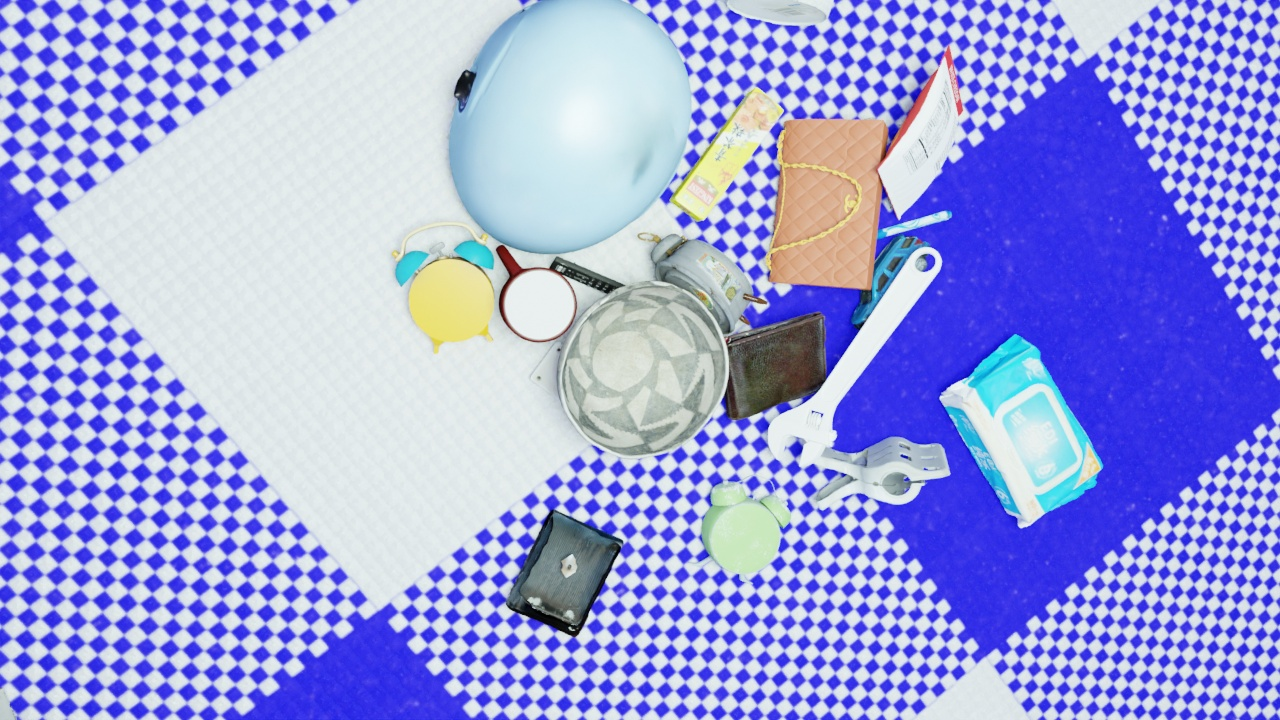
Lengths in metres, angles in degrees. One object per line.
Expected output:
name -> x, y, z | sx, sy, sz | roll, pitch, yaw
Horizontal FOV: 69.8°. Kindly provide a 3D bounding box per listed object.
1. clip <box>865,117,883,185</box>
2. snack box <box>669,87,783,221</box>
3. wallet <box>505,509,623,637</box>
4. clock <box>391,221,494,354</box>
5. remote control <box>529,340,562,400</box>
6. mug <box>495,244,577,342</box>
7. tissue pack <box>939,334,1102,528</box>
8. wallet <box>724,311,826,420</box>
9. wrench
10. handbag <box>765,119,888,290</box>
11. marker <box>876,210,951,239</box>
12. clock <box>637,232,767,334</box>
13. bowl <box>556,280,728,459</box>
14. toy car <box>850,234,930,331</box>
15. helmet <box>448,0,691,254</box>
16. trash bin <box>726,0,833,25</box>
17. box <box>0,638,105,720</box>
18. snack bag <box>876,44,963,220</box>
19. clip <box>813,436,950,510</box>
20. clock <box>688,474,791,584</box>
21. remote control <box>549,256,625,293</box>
clip -> 0.250, -0.225, 1.001 | 0.023, 0.045, 0.076 | -15, 99, -7
snack box -> 0.091, -0.217, 0.972 | 0.040, 0.029, 0.148 | 36, 88, -11
wallet -> -0.080, 0.226, 0.980 | 0.089, 0.026, 0.115 | 28, 89, -12
clock -> -0.193, -0.075, 0.926 | 0.099, 0.043, 0.130 | -12, 105, -5
remote control -> -0.049, 0.038, 0.978 | 0.136, 0.011, 0.050 | 36, 88, -11
mug -> -0.113, -0.070, 0.920 | 0.073, 0.082, 0.106 | -33, 100, -6
tissue pack -> 0.437, 0.087, 1.045 | 0.117, 0.066, 0.209 | -33, 102, -5
wallet -> 0.143, 0.005, 0.984 | 0.120, 0.031, 0.099 | -17, 125, -11
wrench -> 0.228, -0.003, 0.968 | 0.066, 0.018, 0.273 | 38, 98, 29
handbag -> 0.194, -0.165, 0.968 | 0.109, 0.060, 0.172 | 7, 94, 21
marker -> 0.282, -0.146, 1.021 | 0.141, 0.013, 0.013 | -17, 97, -8
clock -> 0.055, -0.084, 0.946 | 0.148, 0.104, 0.056 | 42, 76, 4
bowl -> -0.006, 0.005, 0.935 | 0.178, 0.081, 0.178 | -4, 103, -18
toy car -> 0.270, -0.085, 1.006 | 0.043, 0.056, 0.120 | 33, 86, -5
helmet -> -0.065, -0.221, 0.878 | 0.225, 0.167, 0.266 | 28, 99, -21
trash bin -> 0.151, -0.432, 0.919 | 0.133, 0.133, 0.161 | 8, 98, -11
box -> -0.631, 0.417, 0.842 | 0.172, 0.379, 0.167 | -16, 98, 8
snack bag -> 0.301, -0.235, 0.970 | 0.039, 0.130, 0.144 | 30, 89, 29
clip -> 0.258, 0.120, 0.992 | 0.144, 0.124, 0.075 | -11, 93, 15
clock -> 0.113, 0.183, 1.004 | 0.094, 0.042, 0.119 | 19, 91, -12
remote control -> -0.028, -0.075, 0.962 | 0.140, 0.030, 0.009 | 22, 71, -11
